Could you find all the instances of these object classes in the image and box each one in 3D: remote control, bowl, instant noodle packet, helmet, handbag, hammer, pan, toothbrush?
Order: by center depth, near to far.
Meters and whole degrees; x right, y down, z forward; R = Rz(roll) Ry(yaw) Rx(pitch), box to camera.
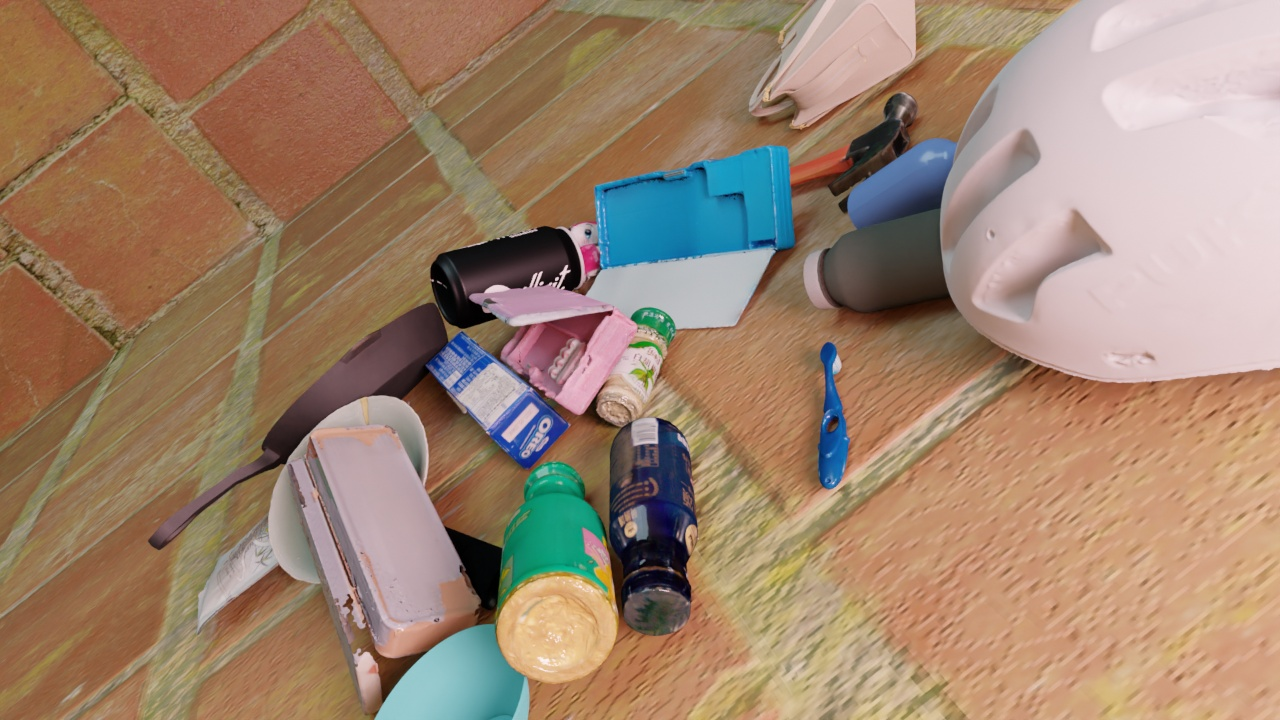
[{"bbox_3d":[0.281,-0.102,0.456,0.283,0.184,0.223,-9,42,54],"label":"helmet"},{"bbox_3d":[-0.103,0.221,0.540,0.121,0.046,0.121,-28,29,17],"label":"bowl"},{"bbox_3d":[0.124,0.035,0.594,0.021,0.016,0.132,-22,34,28],"label":"toothbrush"},{"bbox_3d":[-0.140,0.155,0.711,0.141,0.021,0.045,2,45,52],"label":"remote control"},{"bbox_3d":[-0.239,0.122,0.814,0.174,0.068,0.174,-14,54,21],"label":"bowl"},{"bbox_3d":[0.103,-0.164,0.902,0.334,0.033,0.132,-12,38,41],"label":"hammer"},{"bbox_3d":[-0.335,0.145,0.916,0.269,0.057,0.147,-40,21,0],"label":"instant noodle packet"},{"bbox_3d":[-0.328,0.072,0.928,0.355,0.043,0.249,-43,2,-26],"label":"pan"},{"bbox_3d":[0.193,-0.330,0.993,0.198,0.101,0.194,-32,26,36],"label":"handbag"}]

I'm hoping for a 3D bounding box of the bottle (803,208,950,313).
[{"bbox_3d":[0.172,-0.066,0.640,0.109,0.060,0.060,-11,38,40],"label":"bottle"}]

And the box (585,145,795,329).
[{"bbox_3d":[0.036,-0.101,0.869,0.244,0.063,0.174,1,75,50],"label":"box"}]

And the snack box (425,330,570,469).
[{"bbox_3d":[-0.140,0.030,0.859,0.059,0.059,0.226,-45,27,-9],"label":"snack box"}]

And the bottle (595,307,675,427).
[{"bbox_3d":[-0.004,0.004,0.758,0.043,0.042,0.109,-16,35,35],"label":"bottle"}]

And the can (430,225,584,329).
[{"bbox_3d":[-0.139,-0.089,0.961,0.145,0.080,0.080,-20,19,-27],"label":"can"}]

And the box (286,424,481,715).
[{"bbox_3d":[-0.198,0.141,0.696,0.107,0.095,0.216,-24,46,-17],"label":"box"}]

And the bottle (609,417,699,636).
[{"bbox_3d":[0.008,0.100,0.583,0.056,0.056,0.160,-28,29,17],"label":"bottle"}]

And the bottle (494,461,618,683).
[{"bbox_3d":[-0.055,0.121,0.592,0.068,0.068,0.209,-35,15,4],"label":"bottle"}]

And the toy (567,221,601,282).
[{"bbox_3d":[-0.058,-0.132,1.023,0.066,0.050,0.102,-18,38,24],"label":"toy"}]

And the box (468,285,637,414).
[{"bbox_3d":[-0.095,-0.034,0.808,0.099,0.098,0.233,-57,20,-1],"label":"box"}]

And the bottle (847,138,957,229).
[{"bbox_3d":[0.207,-0.132,0.665,0.048,0.048,0.131,-53,10,-26],"label":"bottle"}]
